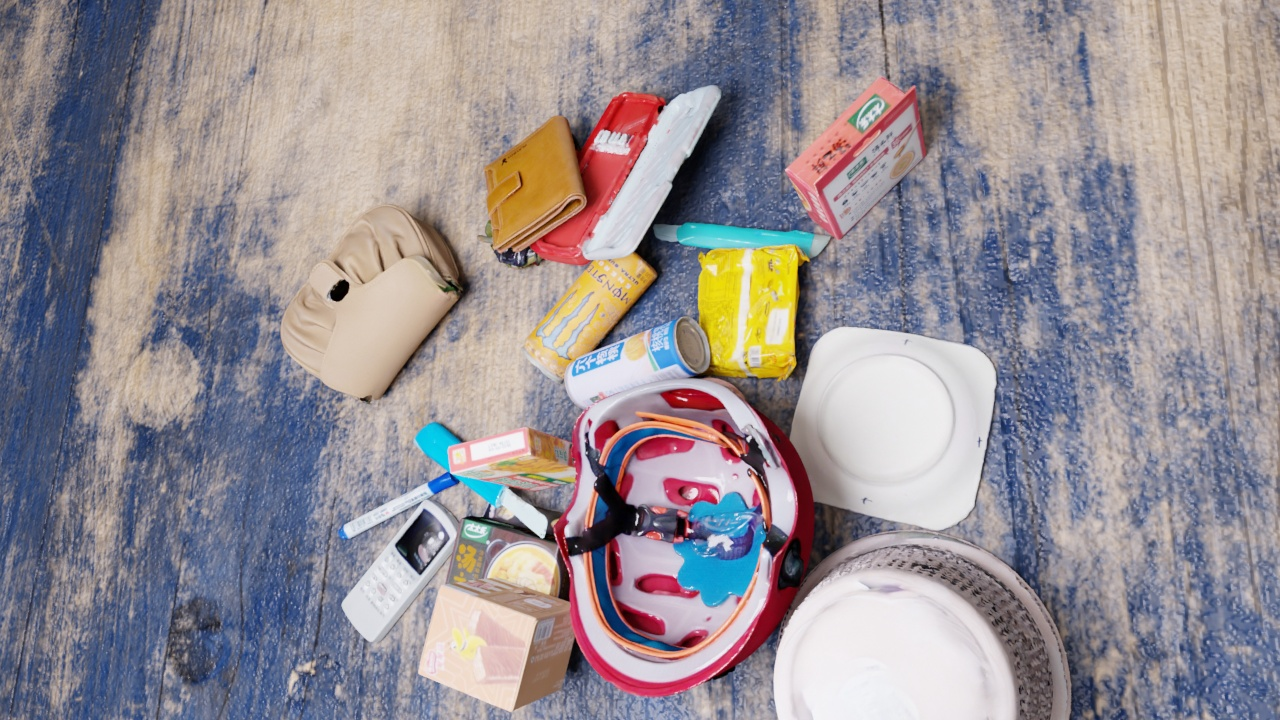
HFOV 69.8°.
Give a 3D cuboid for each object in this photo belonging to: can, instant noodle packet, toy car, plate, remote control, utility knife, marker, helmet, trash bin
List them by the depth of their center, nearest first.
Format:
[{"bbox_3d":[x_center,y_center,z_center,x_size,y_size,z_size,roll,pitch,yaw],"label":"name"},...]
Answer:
[{"bbox_3d":[0.188,0.230,0.657,0.228,0.192,0.227,-6,74,21],"label":"trash bin"},{"bbox_3d":[0.048,0.142,0.734,0.207,0.143,0.239,-4,72,35],"label":"helmet"},{"bbox_3d":[0.209,0.051,0.782,0.164,0.034,0.163,10,80,25],"label":"plate"},{"bbox_3d":[-0.005,0.005,0.842,0.135,0.053,0.053,-20,69,34],"label":"can"},{"bbox_3d":[0.098,-0.042,0.846,0.111,0.044,0.128,0,73,28],"label":"instant noodle packet"},{"bbox_3d":[0.093,-0.118,0.884,0.178,0.013,0.029,10,77,23],"label":"utility knife"},{"bbox_3d":[-0.050,-0.049,0.900,0.058,0.058,0.146,43,94,26],"label":"can"},{"bbox_3d":[-0.157,0.116,0.901,0.208,0.018,0.034,30,84,38],"label":"utility knife"},{"bbox_3d":[-0.242,0.212,0.930,0.058,0.021,0.150,40,94,26],"label":"remote control"},{"bbox_3d":[-0.253,0.151,0.953,0.146,0.017,0.017,-28,68,14],"label":"marker"},{"bbox_3d":[-0.108,-0.171,0.964,0.070,0.042,0.158,17,81,29],"label":"toy car"}]

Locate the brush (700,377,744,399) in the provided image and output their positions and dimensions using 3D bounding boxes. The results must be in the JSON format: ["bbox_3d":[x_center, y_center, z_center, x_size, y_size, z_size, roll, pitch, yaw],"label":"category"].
[{"bbox_3d":[0.025,0.056,0.835,0.146,0.073,0.063,-19,69,15],"label":"brush"}]

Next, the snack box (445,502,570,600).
[{"bbox_3d":[-0.122,0.201,0.873,0.113,0.053,0.125,9,85,24],"label":"snack box"}]

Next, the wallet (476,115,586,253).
[{"bbox_3d":[-0.111,-0.171,0.914,0.119,0.035,0.130,-28,48,16],"label":"wallet"}]

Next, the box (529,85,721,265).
[{"bbox_3d":[-0.014,-0.181,0.892,0.161,0.050,0.200,11,67,45],"label":"box"}]

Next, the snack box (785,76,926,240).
[{"bbox_3d":[0.188,-0.178,0.799,0.113,0.127,0.044,-44,65,5],"label":"snack box"}]

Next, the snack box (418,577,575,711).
[{"bbox_3d":[-0.118,0.238,0.784,0.094,0.092,0.077,13,87,22],"label":"snack box"}]

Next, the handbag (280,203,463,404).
[{"bbox_3d":[-0.290,-0.062,0.978,0.148,0.099,0.204,42,98,22],"label":"handbag"}]

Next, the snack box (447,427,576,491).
[{"bbox_3d":[-0.099,0.091,0.829,0.077,0.155,0.027,-15,72,18],"label":"snack box"}]
